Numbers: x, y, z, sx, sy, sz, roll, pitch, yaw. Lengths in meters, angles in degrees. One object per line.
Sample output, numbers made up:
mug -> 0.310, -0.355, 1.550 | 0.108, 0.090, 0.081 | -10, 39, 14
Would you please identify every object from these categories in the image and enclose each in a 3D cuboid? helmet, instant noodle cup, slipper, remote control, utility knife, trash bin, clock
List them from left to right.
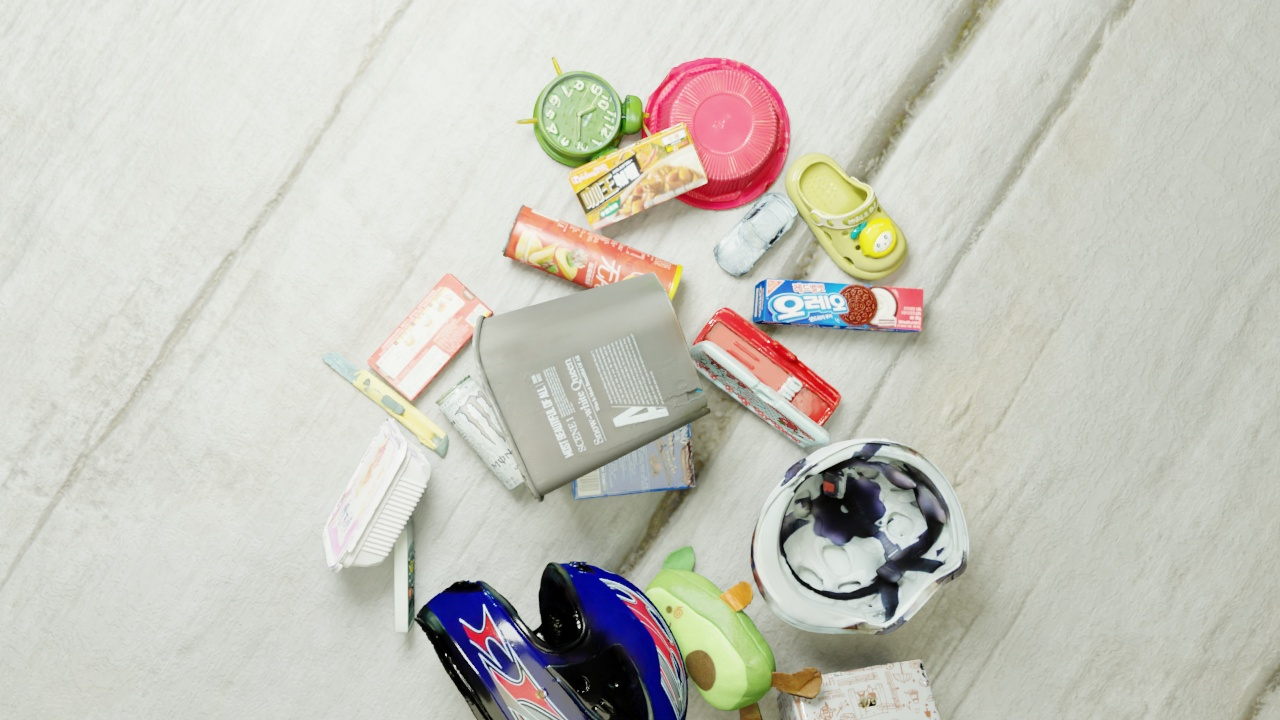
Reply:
instant noodle cup -> -0.314, 0.167, 1.109 | 0.060, 0.138, 0.173 | 27, 91, -26
utility knife -> -0.318, 0.051, 1.156 | 0.195, 0.020, 0.031 | 39, 84, 0
remote control -> -0.294, 0.267, 1.145 | 0.019, 0.056, 0.135 | 0, 92, -5
helmet -> -0.082, 0.356, 1.075 | 0.239, 0.248, 0.315 | -34, 89, -24
clock -> -0.061, -0.292, 1.133 | 0.161, 0.056, 0.116 | 29, 91, -5
trash bin -> -0.054, 0.016, 1.045 | 0.220, 0.198, 0.199 | -20, 109, 1
instant noodle cup -> 0.098, -0.287, 1.140 | 0.194, 0.066, 0.194 | 0, 93, -3
slipper -> 0.259, -0.181, 1.150 | 0.091, 0.081, 0.190 | -43, 92, 1
helmet -> 0.256, 0.207, 1.136 | 0.259, 0.146, 0.229 | -35, 93, 5

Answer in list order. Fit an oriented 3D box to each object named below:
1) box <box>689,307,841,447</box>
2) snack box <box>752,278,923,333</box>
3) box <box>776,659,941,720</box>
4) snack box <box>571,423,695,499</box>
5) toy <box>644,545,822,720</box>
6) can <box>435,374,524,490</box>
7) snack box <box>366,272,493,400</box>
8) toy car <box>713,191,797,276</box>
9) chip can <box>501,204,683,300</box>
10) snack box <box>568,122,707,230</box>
box -> 0.159, 0.024, 1.142 | 0.201, 0.101, 0.095 | 37, 90, -5
snack box -> 0.250, -0.068, 1.166 | 0.207, 0.057, 0.058 | 3, 90, -4
box -> 0.271, 0.489, 1.179 | 0.179, 0.130, 0.273 | -7, 122, -4
snack box -> -0.012, 0.127, 1.172 | 0.157, 0.026, 0.084 | -5, 93, -4
toy -> 0.093, 0.352, 1.132 | 0.247, 0.089, 0.228 | 44, 122, 23
can -> -0.188, 0.090, 1.142 | 0.058, 0.058, 0.146 | -39, 95, -1
snack box -> -0.262, -0.029, 1.147 | 0.075, 0.025, 0.153 | 42, 89, -4
toy car -> 0.146, -0.161, 1.165 | 0.054, 0.037, 0.120 | 44, 92, -5
chip can -> -0.058, -0.122, 1.133 | 0.216, 0.073, 0.073 | 22, 91, -5
snack box -> -0.003, -0.220, 1.102 | 0.154, 0.026, 0.075 | -21, 113, 11
